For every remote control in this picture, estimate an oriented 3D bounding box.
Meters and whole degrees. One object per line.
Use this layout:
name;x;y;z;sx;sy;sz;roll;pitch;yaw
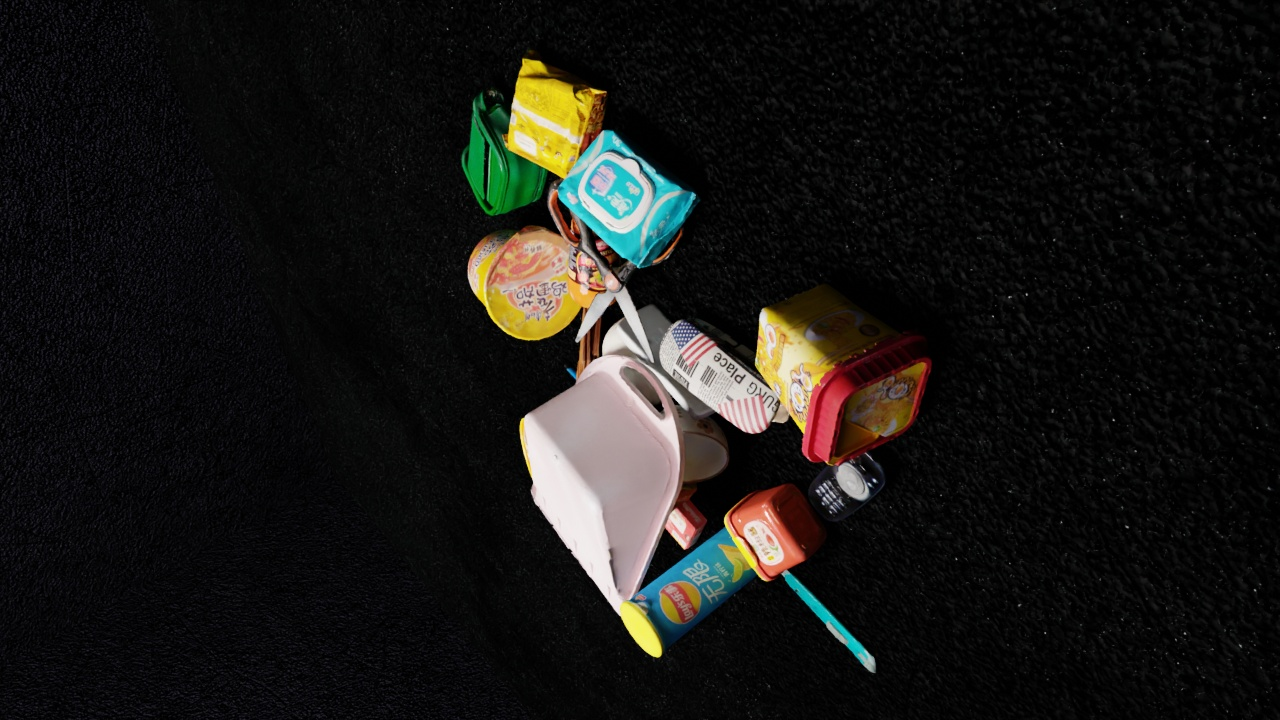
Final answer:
remote control;0.038;0.001;1.040;0.150;0.058;0.021;49;154;19
remote control;0.209;0.121;0.917;0.053;0.024;0.137;52;151;15

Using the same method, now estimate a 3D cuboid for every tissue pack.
tissue pack;-0.011;-0.161;0.914;0.133;0.093;0.050;43;-166;25

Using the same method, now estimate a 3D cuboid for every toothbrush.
toothbrush;-0.049;0.063;1.296;0.189;0.014;0.016;45;149;26

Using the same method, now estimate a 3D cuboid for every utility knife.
utility knife;0.221;0.307;1.099;0.166;0.013;0.029;45;149;23

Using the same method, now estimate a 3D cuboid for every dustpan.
dustpan;-0.032;0.135;1.086;0.222;0.138;0.274;47;156;33

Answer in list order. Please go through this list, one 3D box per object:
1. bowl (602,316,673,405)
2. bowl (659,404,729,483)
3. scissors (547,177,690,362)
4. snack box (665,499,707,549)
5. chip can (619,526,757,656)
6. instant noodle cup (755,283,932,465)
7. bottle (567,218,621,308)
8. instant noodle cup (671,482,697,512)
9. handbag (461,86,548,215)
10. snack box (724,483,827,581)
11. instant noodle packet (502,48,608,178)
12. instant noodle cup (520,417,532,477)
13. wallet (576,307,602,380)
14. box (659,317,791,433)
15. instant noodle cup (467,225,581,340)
bowl;-0.007;0.006;1.110;0.116;0.066;0.117;40;148;32
bowl;0.048;0.093;1.092;0.114;0.113;0.062;97;175;-51
scissors;-0.032;-0.106;0.999;0.221;0.021;0.234;51;130;7
snack box;0.029;0.188;1.283;0.153;0.025;0.075;47;151;21
chip can;0.078;0.251;1.064;0.071;0.209;0.071;40;149;31
instant noodle cup;0.166;0.005;0.788;0.123;0.116;0.116;52;155;39
bottle;-0.054;-0.135;1.055;0.067;0.066;0.150;33;136;40
instant noodle cup;-0.016;0.164;1.170;0.138;0.137;0.109;45;118;24
handbag;-0.171;-0.253;1.126;0.120;0.067;0.132;59;155;14
snack box;0.155;0.187;1.024;0.091;0.081;0.080;56;140;3
instant noodle packet;-0.093;-0.260;0.982;0.128;0.044;0.111;37;120;33
instant noodle cup;-0.099;0.125;1.310;0.119;0.114;0.118;165;90;-70
wallet;-0.066;0.004;1.189;0.132;0.031;0.107;96;178;-51
box;0.082;0.014;0.957;0.163;0.082;0.075;41;142;34
instant noodle cup;-0.152;-0.107;1.175;0.110;0.137;0.138;32;144;56
